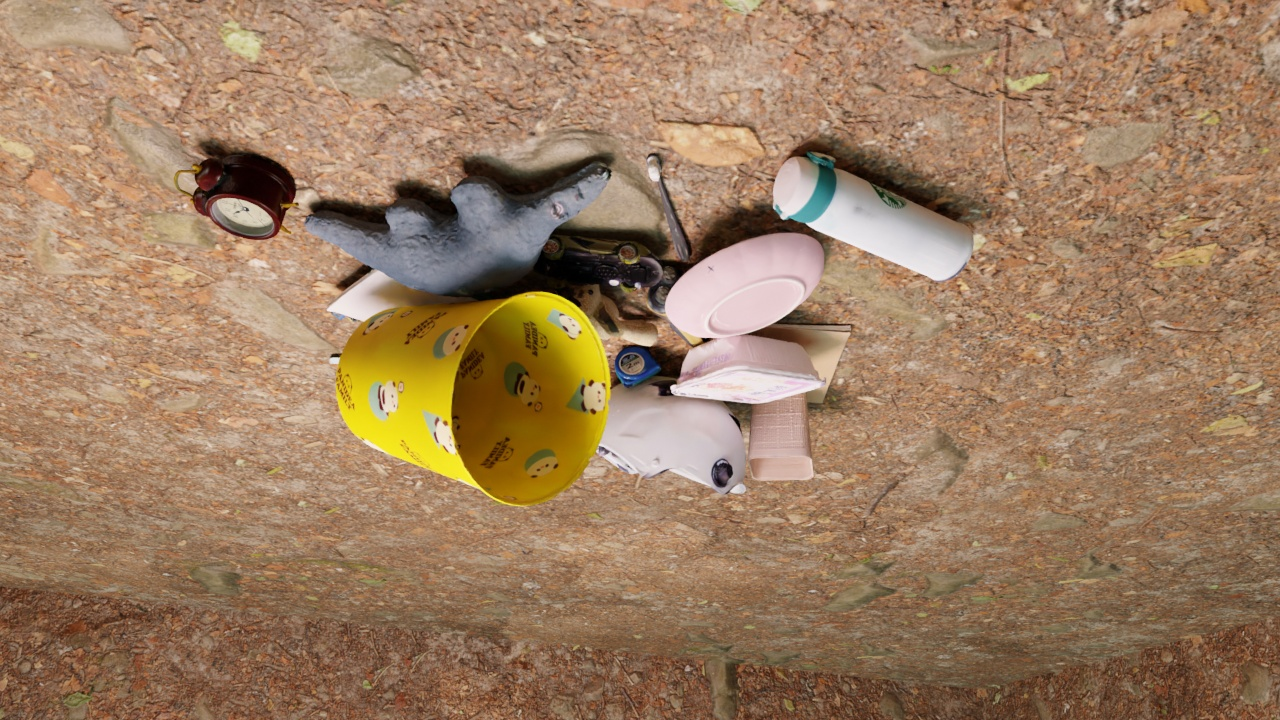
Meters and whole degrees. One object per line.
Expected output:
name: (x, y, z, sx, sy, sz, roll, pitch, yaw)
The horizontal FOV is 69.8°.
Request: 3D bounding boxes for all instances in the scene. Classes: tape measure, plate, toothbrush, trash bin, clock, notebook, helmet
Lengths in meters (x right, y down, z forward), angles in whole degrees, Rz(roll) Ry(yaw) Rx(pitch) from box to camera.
tape measure: (-0.007, 0.007, 1.255, 0.058, 0.054, 0.025, -27, 150, -13)
plate: (0.124, -0.075, 1.049, 0.192, 0.039, 0.193, -16, 156, -7)
toothbrush: (0.032, -0.158, 0.996, 0.016, 0.018, 0.181, -7, 151, 11)
trash bin: (-0.203, 0.033, 1.062, 0.256, 0.229, 0.229, 5, 159, 41)
clock: (-0.423, -0.173, 0.962, 0.122, 0.055, 0.082, 17, 148, -21)
notebook: (-0.268, -0.064, 1.171, 0.151, 0.012, 0.209, -25, 147, 37)
helmet: (0.043, 0.101, 1.311, 0.258, 0.145, 0.229, 16, 173, -30)
notebook: (0.198, 0.006, 1.281, 0.149, 0.012, 0.212, 3, 151, 2)

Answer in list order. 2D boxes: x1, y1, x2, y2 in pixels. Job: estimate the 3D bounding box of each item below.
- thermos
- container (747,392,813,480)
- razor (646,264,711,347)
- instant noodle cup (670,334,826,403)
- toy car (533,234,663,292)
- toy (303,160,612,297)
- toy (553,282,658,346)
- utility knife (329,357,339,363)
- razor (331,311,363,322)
thermos: (0.239, -0.149, 0.946, 0.224, 0.073, 0.073, 17, 148, -24)
container: (0.204, 0.107, 1.337, 0.090, 0.110, 0.090, -3, 151, 13)
razor: (0.056, -0.057, 1.138, 0.068, 0.062, 0.167, 4, 159, 23)
instant noodle cup: (0.138, 0.010, 1.186, 0.173, 0.060, 0.138, 6, 163, -37)
toy car: (-0.051, -0.113, 1.053, 0.158, 0.042, 0.070, 7, 151, 2)
toy: (-0.189, -0.135, 0.994, 0.357, 0.091, 0.138, -9, 123, 18)
toy: (-0.041, -0.057, 1.145, 0.157, 0.066, 0.105, 27, -175, -43)
utility knife: (-0.349, 0.000, 1.306, 0.203, 0.018, 0.034, 0, 151, 8)
razor: (-0.347, -0.043, 1.223, 0.043, 0.022, 0.142, -37, 138, 7)
